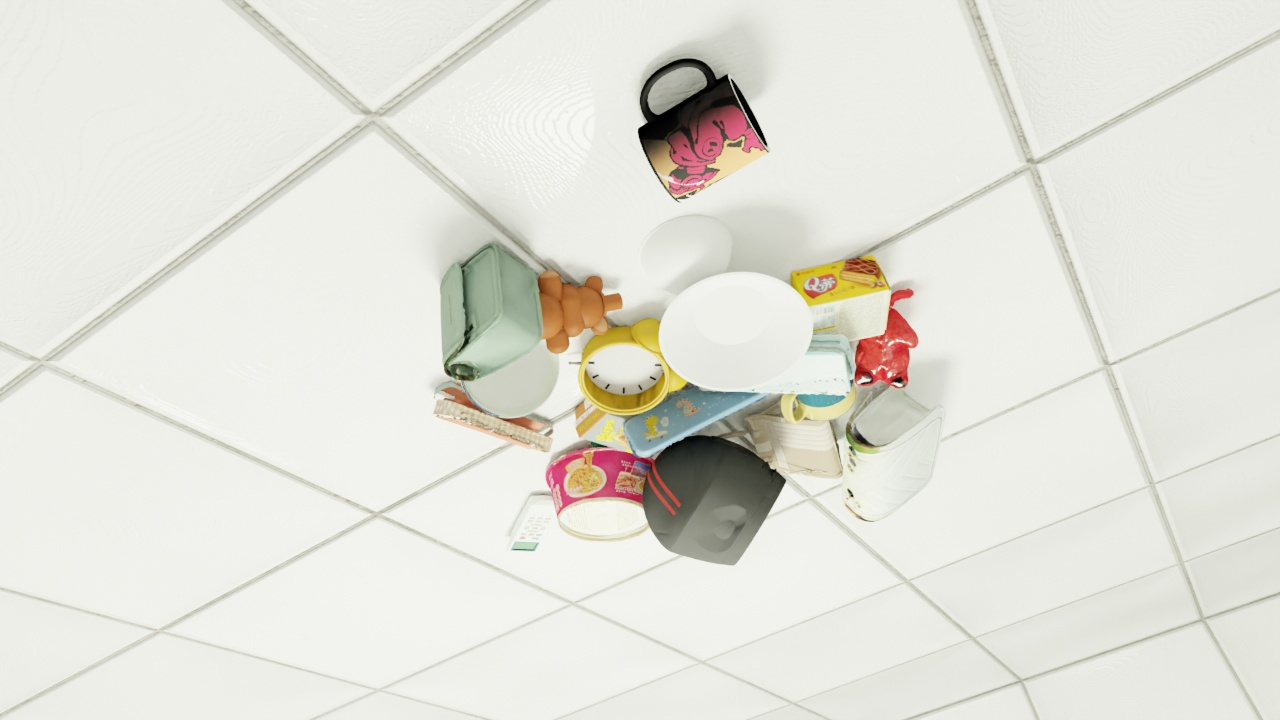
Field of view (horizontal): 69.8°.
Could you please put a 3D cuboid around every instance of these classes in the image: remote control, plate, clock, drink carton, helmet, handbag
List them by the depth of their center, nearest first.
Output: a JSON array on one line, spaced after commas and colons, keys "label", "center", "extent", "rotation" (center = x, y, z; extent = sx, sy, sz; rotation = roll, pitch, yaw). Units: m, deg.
[{"label": "handbag", "center": [-0.167, -0.052, 0.973], "extent": [0.106, 0.121, 0.067], "rotation": [-32, 138, 23]}, {"label": "plate", "center": [0.108, -0.041, 1.055], "extent": [0.174, 0.036, 0.174], "rotation": [0, 131, -1]}, {"label": "clock", "center": [-0.007, 0.007, 1.134], "extent": [0.152, 0.052, 0.113], "rotation": [-23, 123, 16]}, {"label": "drink carton", "center": [-0.020, 0.084, 1.243], "extent": [0.124, 0.048, 0.076], "rotation": [20, 132, -35]}, {"label": "helmet", "center": [0.090, 0.185, 1.264], "extent": [0.164, 0.170, 0.264], "rotation": [-60, 171, 12]}, {"label": "handbag", "center": [0.356, 0.135, 1.341], "extent": [0.141, 0.096, 0.199], "rotation": [-32, 142, -18]}, {"label": "handbag", "center": [0.187, 0.123, 1.357], "extent": [0.198, 0.062, 0.176], "rotation": [-12, 143, 13]}, {"label": "remote control", "center": [-0.167, 0.254, 1.436], "extent": [0.049, 0.024, 0.144], "rotation": [7, 136, -23]}]

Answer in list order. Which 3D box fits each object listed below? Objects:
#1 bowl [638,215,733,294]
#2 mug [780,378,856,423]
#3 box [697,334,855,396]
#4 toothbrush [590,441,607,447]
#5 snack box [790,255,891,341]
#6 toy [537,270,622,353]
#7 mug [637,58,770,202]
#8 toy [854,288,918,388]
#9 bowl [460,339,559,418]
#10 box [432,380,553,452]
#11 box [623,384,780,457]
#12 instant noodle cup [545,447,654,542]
[{"label": "bowl", "center": [0.055, -0.107, 1.029], "extent": [0.110, 0.040, 0.110], "rotation": [-7, 142, -6]}, {"label": "mug", "center": [0.225, 0.028, 1.195], "extent": [0.113, 0.083, 0.107], "rotation": [-46, 144, -16]}, {"label": "box", "center": [0.159, 0.001, 1.125], "extent": [0.199, 0.065, 0.083], "rotation": [2, 116, 27]}, {"label": "toothbrush", "center": [-0.025, 0.166, 1.370], "extent": [0.016, 0.017, 0.190], "rotation": [-21, 142, 16]}, {"label": "snack box", "center": [0.239, -0.069, 1.109], "extent": [0.106, 0.061, 0.084], "rotation": [-12, 142, -1]}, {"label": "toy", "center": [-0.085, -0.059, 1.042], "extent": [0.127, 0.065, 0.095], "rotation": [-13, 103, -24]}, {"label": "mug", "center": [0.050, -0.223, 0.862], "extent": [0.098, 0.081, 0.118], "rotation": [-27, 112, 18]}, {"label": "toy", "center": [0.314, -0.038, 1.187], "extent": [0.088, 0.093, 0.133], "rotation": [13, 115, 11]}, {"label": "bowl", "center": [-0.160, 0.007, 1.079], "extent": [0.118, 0.118, 0.062], "rotation": [6, 179, -22]}, {"label": "box", "center": [-0.190, 0.073, 1.204], "extent": [0.058, 0.062, 0.188], "rotation": [-10, 153, 41]}, {"label": "box", "center": [0.084, 0.074, 1.199], "extent": [0.209, 0.077, 0.074], "rotation": [-26, 133, -6]}, {"label": "instant noodle cup", "center": [-0.052, 0.204, 1.342], "extent": [0.178, 0.077, 0.179], "rotation": [-1, 143, -1]}]
